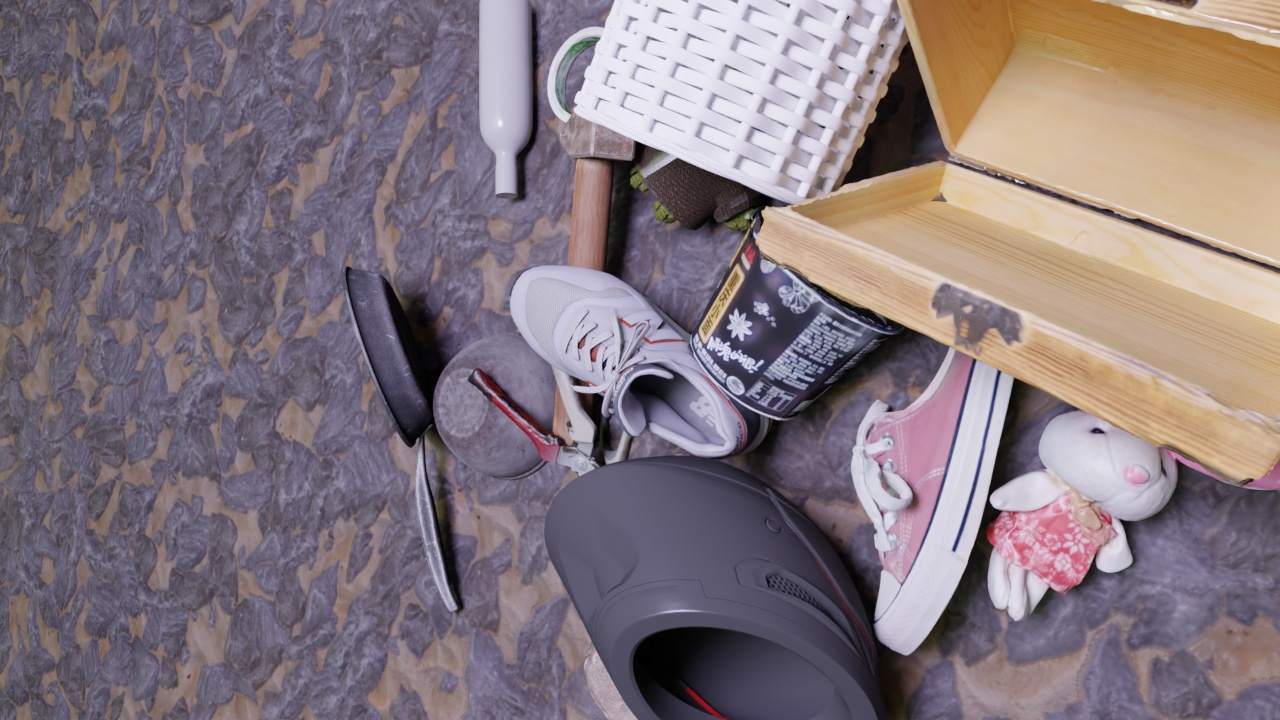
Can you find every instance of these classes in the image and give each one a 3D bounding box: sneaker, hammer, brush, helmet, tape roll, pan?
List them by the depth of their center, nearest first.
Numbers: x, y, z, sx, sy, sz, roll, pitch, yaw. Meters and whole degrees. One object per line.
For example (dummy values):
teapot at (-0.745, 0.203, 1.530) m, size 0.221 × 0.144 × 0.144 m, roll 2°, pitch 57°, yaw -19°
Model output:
sneaker at (0.188, 0.078, 0.631) m, size 0.088 × 0.118 × 0.241 m, roll 16°, pitch 89°, yaw 14°
helmet at (0.054, 0.162, 0.646) m, size 0.264 × 0.169 × 0.165 m, roll 31°, pitch 119°, yaw -8°
sneaker at (-0.004, 0.004, 0.700) m, size 0.240 × 0.124 × 0.089 m, roll 29°, pitch 105°, yaw 2°
brush at (0.058, 0.313, 0.720) m, size 0.271 × 0.056 × 0.083 m, roll 41°, pitch 107°, yaw 30°
hammer at (-0.051, -0.069, 0.815) m, size 0.158 × 0.037 × 0.301 m, roll -142°, pitch 56°, yaw -72°
tape roll at (-0.047, -0.267, 0.870) m, size 0.094 × 0.018 × 0.093 m, roll -4°, pitch 82°, yaw 33°
pan at (-0.224, 0.075, 0.906) m, size 0.055 × 0.187 × 0.357 m, roll -20°, pitch 93°, yaw -7°

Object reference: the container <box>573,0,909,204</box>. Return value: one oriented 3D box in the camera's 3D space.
container at (0.075, -0.214, 0.595) m, size 0.189 × 0.189 × 0.187 m, roll 31°, pitch 105°, yaw 32°

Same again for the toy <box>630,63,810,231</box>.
toy at (0.062, -0.176, 0.745) m, size 0.153 × 0.078 × 0.179 m, roll -36°, pitch 89°, yaw 27°

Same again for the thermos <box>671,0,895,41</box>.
thermos at (0.114, -0.285, 0.737) m, size 0.232 × 0.061 × 0.061 m, roll 0°, pitch 85°, yaw 34°

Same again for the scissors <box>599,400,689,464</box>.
scissors at (-0.015, 0.111, 0.815) m, size 0.169 × 0.012 × 0.157 m, roll -10°, pitch 79°, yaw 34°

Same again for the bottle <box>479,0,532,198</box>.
bottle at (-0.133, -0.258, 0.905) m, size 0.053 × 0.052 × 0.195 m, roll -5°, pitch 83°, yaw 33°

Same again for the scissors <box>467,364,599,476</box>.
scissors at (-0.072, 0.053, 0.801) m, size 0.195 × 0.015 × 0.179 m, roll 19°, pitch 114°, yaw 18°

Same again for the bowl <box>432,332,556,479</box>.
bowl at (-0.147, 0.042, 0.877) m, size 0.145 × 0.067 × 0.145 m, roll -4°, pitch 83°, yaw 34°

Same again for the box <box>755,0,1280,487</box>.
box at (0.261, -0.090, 0.517) m, size 0.279 × 0.269 × 0.263 m, roll 29°, pitch 90°, yaw 32°

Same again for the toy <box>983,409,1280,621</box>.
toy at (0.284, 0.079, 0.577) m, size 0.159 × 0.084 × 0.194 m, roll 36°, pitch 107°, yaw 0°

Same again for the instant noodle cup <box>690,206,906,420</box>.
instant noodle cup at (0.108, -0.029, 0.681) m, size 0.137 × 0.137 × 0.112 m, roll 51°, pitch 121°, yaw 26°
